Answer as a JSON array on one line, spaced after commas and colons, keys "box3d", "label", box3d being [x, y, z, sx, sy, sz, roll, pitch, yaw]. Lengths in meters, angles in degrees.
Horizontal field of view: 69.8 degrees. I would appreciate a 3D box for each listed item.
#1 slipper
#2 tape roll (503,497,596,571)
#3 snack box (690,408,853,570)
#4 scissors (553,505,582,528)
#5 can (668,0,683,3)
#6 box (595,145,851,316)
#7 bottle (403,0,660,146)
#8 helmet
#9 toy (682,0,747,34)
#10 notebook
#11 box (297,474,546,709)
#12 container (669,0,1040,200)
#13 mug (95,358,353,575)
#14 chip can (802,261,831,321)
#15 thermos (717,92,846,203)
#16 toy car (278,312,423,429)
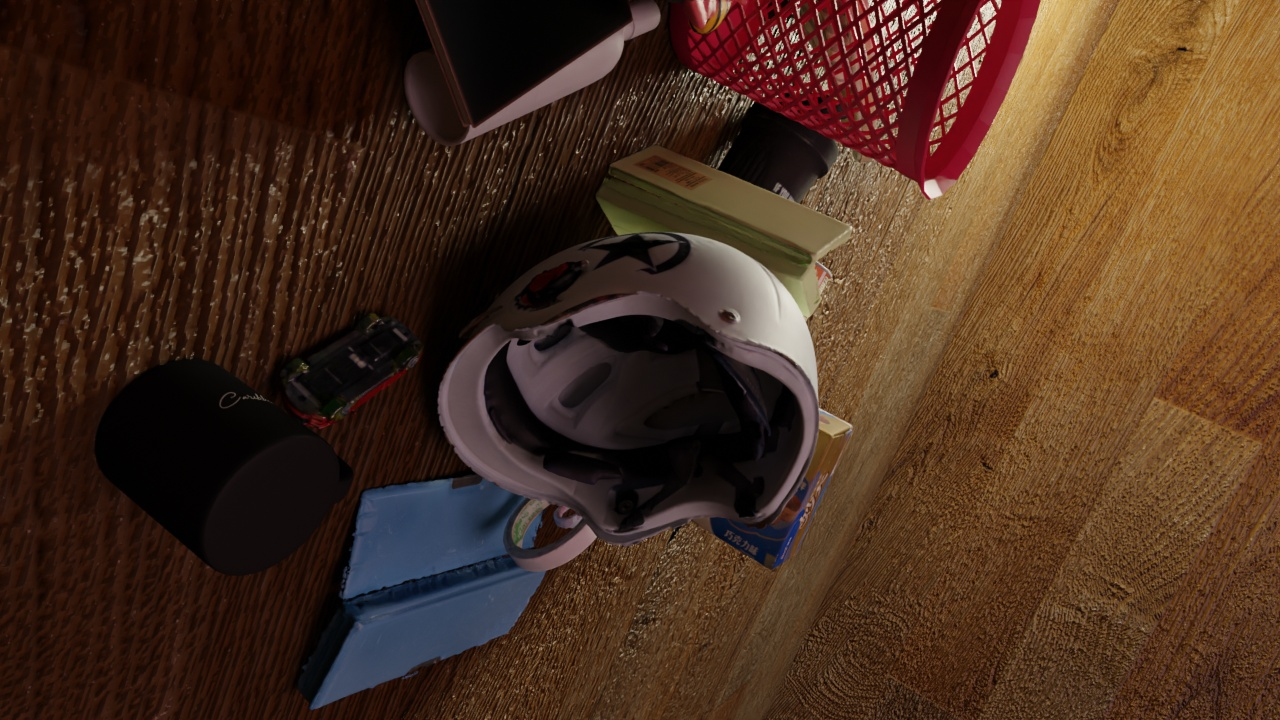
[{"box3d": [0.181, -0.292, 0.840, 0.054, 0.114, 0.273, -19, 138, 7], "label": "slipper"}, {"box3d": [-0.069, 0.131, 0.752, 0.093, 0.094, 0.018, -48, 122, -28], "label": "tape roll"}, {"box3d": [0.092, 0.093, 0.952, 0.069, 0.203, 0.155, -8, 122, -60], "label": "snack box"}, {"box3d": [-0.001, 0.115, 0.860, 0.172, 0.171, 0.013, -31, 115, -41], "label": "scissors"}, {"box3d": [0.023, -0.305, 0.596, 0.129, 0.044, 0.130, -44, 150, -34], "label": "can"}, {"box3d": [0.056, -0.102, 0.704, 0.077, 0.188, 0.090, 6, 111, -65], "label": "box"}, {"box3d": [-0.053, -0.188, 0.561, 0.194, 0.052, 0.053, -39, 147, -40], "label": "bottle"}, {"box3d": [-0.004, 0.004, 0.670, 0.163, 0.264, 0.237, -78, 155, -46], "label": "helmet"}, {"box3d": [0.046, -0.254, 0.588, 0.103, 0.046, 0.084, 70, 39, -65], "label": "toy"}, {"box3d": [-0.072, -0.244, 0.454, 0.141, 0.008, 0.209, -45, 136, -32], "label": "notebook"}, {"box3d": [-0.155, 0.176, 0.746, 0.231, 0.048, 0.177, -1, 115, -59], "label": "box"}, {"box3d": [0.149, -0.247, 0.681, 0.182, 0.226, 0.183, -44, 150, -34], "label": "container"}, {"box3d": [-0.203, 0.054, 0.479, 0.113, 0.088, 0.078, 10, 106, -64], "label": "mug"}, {"box3d": [0.140, -0.023, 1.079, 0.215, 0.075, 0.075, -62, 155, 0], "label": "chip can"}, {"box3d": [0.101, -0.151, 0.859, 0.221, 0.098, 0.098, -57, 155, -2], "label": "thermos"}, {"box3d": [-0.172, 0.007, 0.547, 0.091, 0.042, 0.036, -42, 168, -46], "label": "toy car"}]
